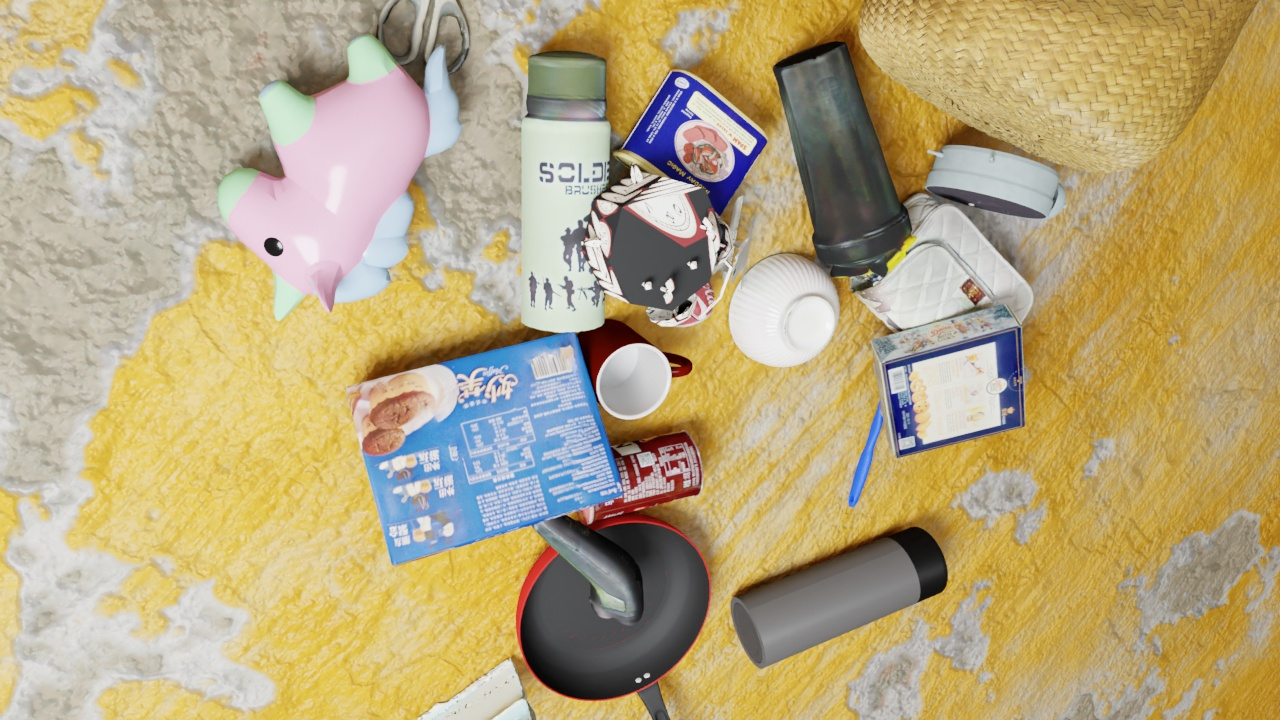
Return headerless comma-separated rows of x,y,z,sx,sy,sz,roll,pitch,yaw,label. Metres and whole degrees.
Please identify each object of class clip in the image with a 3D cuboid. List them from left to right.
0.093,-0.096,0.861,0.050,0.058,0.102,15,137,11,clip

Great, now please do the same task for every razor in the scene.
-0.051,0.195,0.878,0.067,0.054,0.151,-42,110,14,razor

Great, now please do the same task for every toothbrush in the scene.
0.267,0.084,1.041,0.018,0.016,0.183,6,105,-29,toothbrush

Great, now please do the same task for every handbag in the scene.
0.325,-0.073,0.977,0.195,0.072,0.139,35,95,-28,handbag

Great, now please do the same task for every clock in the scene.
0.028,-0.090,0.784,0.154,0.065,0.114,35,86,-37,clock
0.363,-0.177,0.931,0.159,0.123,0.045,9,101,-39,clock

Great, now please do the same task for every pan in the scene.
-0.006,0.318,0.981,0.208,0.067,0.356,-24,115,-13,pan

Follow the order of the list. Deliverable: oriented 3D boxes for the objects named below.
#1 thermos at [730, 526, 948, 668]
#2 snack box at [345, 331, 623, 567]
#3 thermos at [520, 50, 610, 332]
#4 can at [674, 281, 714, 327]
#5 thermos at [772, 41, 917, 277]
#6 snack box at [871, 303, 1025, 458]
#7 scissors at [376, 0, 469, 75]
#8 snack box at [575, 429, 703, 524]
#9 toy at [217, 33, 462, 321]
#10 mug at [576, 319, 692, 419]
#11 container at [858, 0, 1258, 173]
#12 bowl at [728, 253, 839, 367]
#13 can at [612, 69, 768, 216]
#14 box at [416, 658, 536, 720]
0.229,0.269,1.052,0.240,0.082,0.082,-17,114,-16,thermos
-0.137,0.076,0.806,0.202,0.069,0.155,-15,82,-17,snack box
-0.063,-0.146,0.794,0.082,0.082,0.232,-5,109,-21,thermos
0.034,-0.084,0.865,0.054,0.054,0.097,-27,116,-12,can
0.193,-0.185,0.874,0.098,0.098,0.221,-27,112,-12,thermos
0.327,0.025,0.972,0.145,0.042,0.144,-15,127,6,snack box
-0.151,-0.309,0.734,0.121,0.012,0.171,40,89,-31,scissors
-0.006,0.114,0.909,0.121,0.072,0.072,-11,112,-19,snack box
-0.221,-0.143,0.714,0.222,0.120,0.171,-32,107,-8,toy
-0.005,0.005,0.863,0.105,0.082,0.073,-7,110,-20,mug
0.347,-0.295,0.785,0.306,0.307,0.197,18,108,-27,container
0.155,-0.044,0.923,0.118,0.062,0.118,-7,111,-20,bowl
0.048,-0.193,0.831,0.116,0.056,0.092,31,93,-28,can
-0.192,0.387,0.891,0.197,0.134,0.041,-33,107,-8,box
